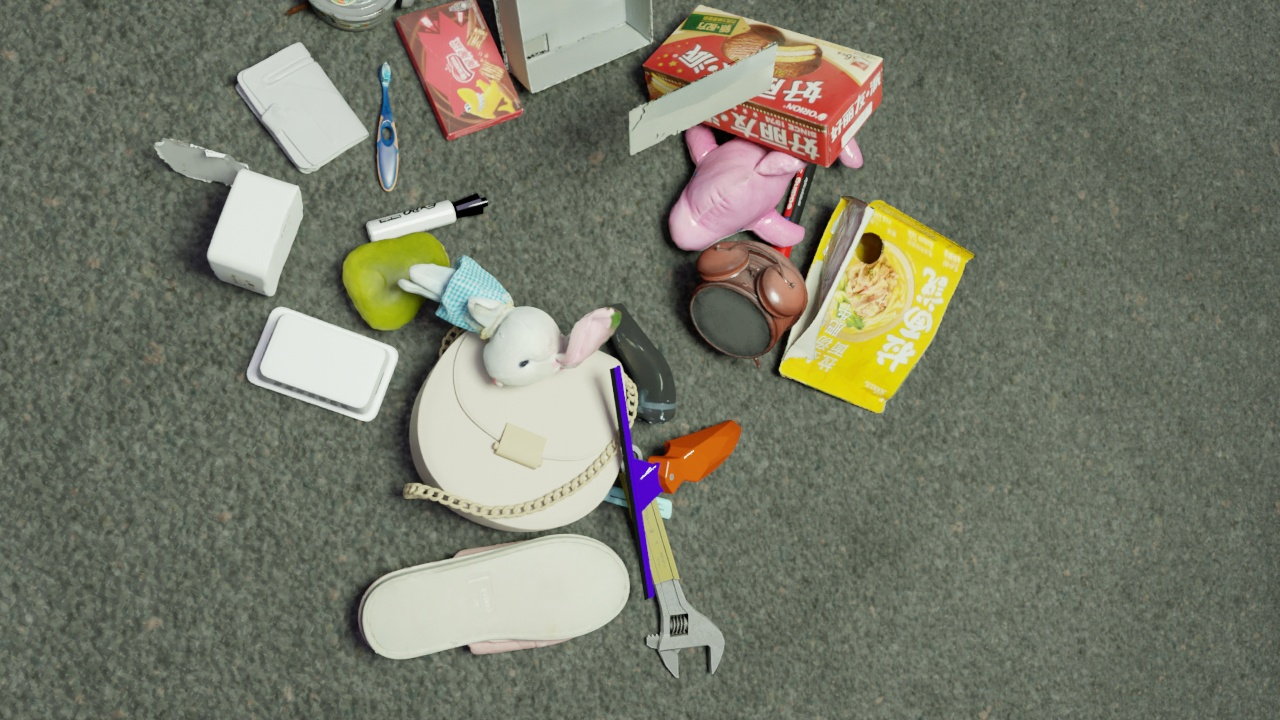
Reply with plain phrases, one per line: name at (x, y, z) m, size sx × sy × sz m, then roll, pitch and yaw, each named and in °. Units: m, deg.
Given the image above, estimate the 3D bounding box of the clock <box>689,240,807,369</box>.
clock at (0.114, -0.071, 0.984) m, size 0.120 × 0.158 × 0.072 m, roll 29°, pitch 54°, yaw 13°

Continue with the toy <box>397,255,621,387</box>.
toy at (-0.130, -0.031, 0.856) m, size 0.205 × 0.131 × 0.105 m, roll 20°, pitch 82°, yaw -9°

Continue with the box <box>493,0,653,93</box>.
box at (-0.034, -0.390, 0.851) m, size 0.166 × 0.369 × 0.150 m, roll -30°, pitch 95°, yaw -18°

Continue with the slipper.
slipper at (-0.143, 0.239, 0.927) m, size 0.274 × 0.054 × 0.114 m, roll -3°, pitch 86°, yaw -21°

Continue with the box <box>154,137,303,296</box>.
box at (-0.391, -0.142, 0.850) m, size 0.136 × 0.109 × 0.124 m, roll 18°, pitch 78°, yaw -17°

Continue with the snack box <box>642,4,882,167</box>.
snack box at (0.128, -0.299, 0.986) m, size 0.236 × 0.060 × 0.113 m, roll 28°, pitch 68°, yaw 29°

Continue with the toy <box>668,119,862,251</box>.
toy at (0.141, -0.219, 1.021) m, size 0.265 × 0.128 × 0.186 m, roll -43°, pitch 96°, yaw -16°

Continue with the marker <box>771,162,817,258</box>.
marker at (0.183, -0.185, 1.090) m, size 0.023 × 0.021 × 0.145 m, roll 16°, pitch 79°, yaw 14°

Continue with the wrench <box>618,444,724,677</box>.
wrench at (0.025, 0.218, 0.993) m, size 0.083 × 0.018 × 0.273 m, roll -17°, pitch 97°, yaw -13°

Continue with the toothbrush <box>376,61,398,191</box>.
toothbrush at (-0.262, -0.242, 0.949) m, size 0.021 × 0.017 × 0.135 m, roll -1°, pitch 85°, yaw -17°

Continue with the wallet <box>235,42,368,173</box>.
wallet at (-0.338, -0.254, 0.917) m, size 0.086 × 0.032 × 0.116 m, roll -43°, pitch 99°, yaw -19°

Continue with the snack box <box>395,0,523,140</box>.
snack box at (-0.191, -0.311, 0.975) m, size 0.089 × 0.021 × 0.133 m, roll -25°, pitch 93°, yaw -19°

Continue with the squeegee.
squeegee at (0.053, 0.102, 0.974) m, size 0.184 × 0.055 × 0.250 m, roll -26°, pitch 113°, yaw -49°

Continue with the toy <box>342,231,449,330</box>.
toy at (-0.241, -0.085, 0.924) m, size 0.109 × 0.051 × 0.090 m, roll -31°, pitch 98°, yaw -21°

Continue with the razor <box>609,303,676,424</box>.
razor at (-0.006, 0.006, 0.999) m, size 0.064 × 0.053 × 0.140 m, roll -28°, pitch 88°, yaw 14°

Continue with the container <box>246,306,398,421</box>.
container at (-0.308, 0.002, 0.895) m, size 0.129 × 0.050 × 0.080 m, roll 21°, pitch 79°, yaw -16°

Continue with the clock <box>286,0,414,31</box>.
clock at (-0.281, -0.387, 0.934) m, size 0.147 × 0.056 × 0.104 m, roll 3°, pitch 84°, yaw -16°

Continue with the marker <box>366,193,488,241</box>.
marker at (-0.219, -0.148, 0.951) m, size 0.125 × 0.025 × 0.025 m, roll -20°, pitch 92°, yaw -19°

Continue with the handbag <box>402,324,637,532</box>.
handbag at (-0.123, 0.067, 0.935) m, size 0.210 × 0.104 × 0.208 m, roll 24°, pitch 70°, yaw -15°

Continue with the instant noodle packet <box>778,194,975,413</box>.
instant noodle packet at (0.268, -0.060, 1.072) m, size 0.163 × 0.084 × 0.221 m, roll 21°, pitch 95°, yaw -26°

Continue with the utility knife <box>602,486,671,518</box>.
utility knife at (-0.025, 0.147, 0.996) m, size 0.129 × 0.015 × 0.022 m, roll 17°, pitch 105°, yaw -14°
